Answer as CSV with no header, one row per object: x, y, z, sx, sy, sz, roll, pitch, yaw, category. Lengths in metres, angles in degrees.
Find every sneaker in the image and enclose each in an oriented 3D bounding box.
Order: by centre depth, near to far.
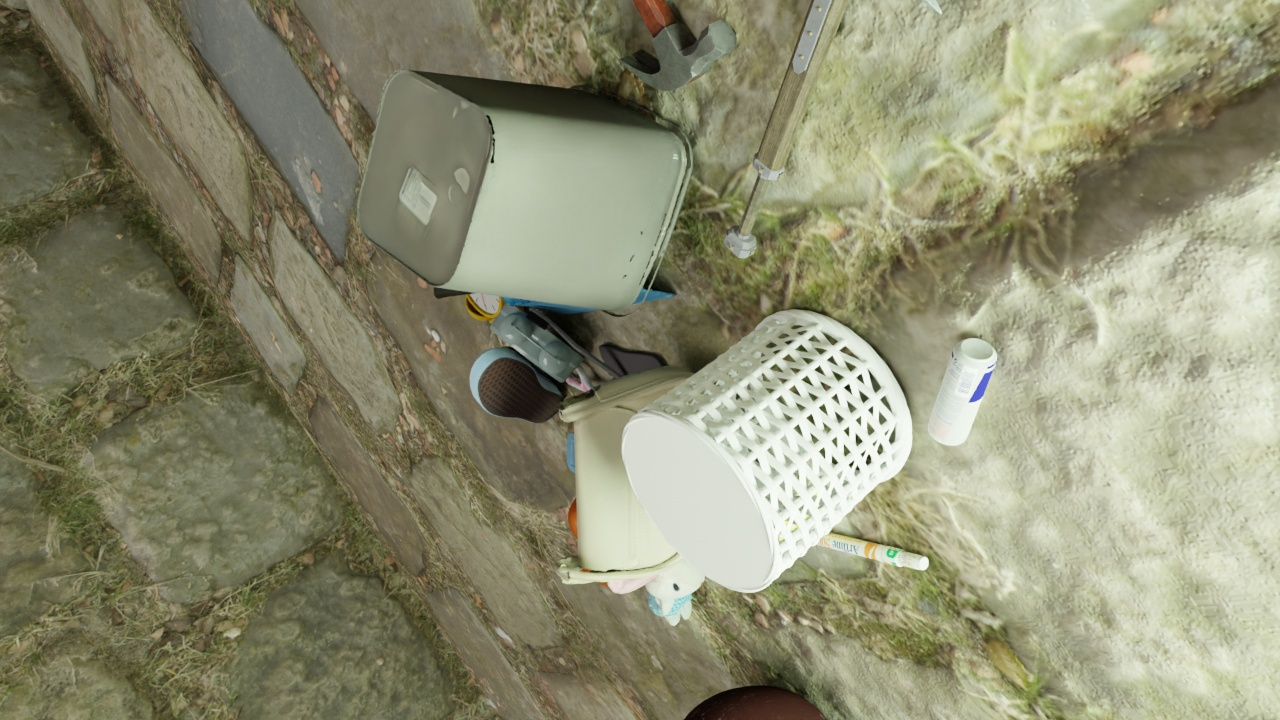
-0.184,0.019,1.229,0.098,0.083,0.241,45,180,20,sneaker

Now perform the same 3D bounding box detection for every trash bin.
-0.109,-0.153,0.825,0.197,0.219,0.198,34,113,33,trash bin

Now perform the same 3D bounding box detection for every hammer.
0.118,-0.190,0.719,0.147,0.028,0.318,45,149,20,hammer
-0.031,-0.366,0.765,0.300,0.028,0.111,59,149,-5,hammer

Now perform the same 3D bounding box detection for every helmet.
0.146,0.540,1.159,0.234,0.253,0.234,-9,87,53,helmet

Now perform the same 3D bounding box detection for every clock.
-0.132,-0.023,1.161,0.122,0.045,0.159,37,178,-6,clock
-0.207,-0.102,1.256,0.114,0.051,0.152,24,134,43,clock

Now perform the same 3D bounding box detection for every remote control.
-0.007,0.007,1.110,0.125,0.009,0.046,12,128,51,remote control

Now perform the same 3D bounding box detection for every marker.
0.230,0.193,0.940,0.146,0.017,0.017,2,121,55,marker

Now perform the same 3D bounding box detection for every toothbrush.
-0.068,-0.011,1.113,0.167,0.013,0.013,36,163,-10,toothbrush

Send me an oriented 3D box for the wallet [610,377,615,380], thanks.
-0.001,0.082,1.165,0.123,0.019,0.072,39,146,28,wallet

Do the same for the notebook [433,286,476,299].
-0.213,-0.165,1.157,0.209,0.029,0.169,1,89,53,notebook

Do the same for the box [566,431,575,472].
-0.012,0.143,1.225,0.210,0.063,0.069,23,120,42,box

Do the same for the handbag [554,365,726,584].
-0.009,0.118,1.010,0.132,0.184,0.229,-154,62,-71,handbag

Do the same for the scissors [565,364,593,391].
-0.065,0.032,1.184,0.108,0.016,0.179,70,160,2,scissors

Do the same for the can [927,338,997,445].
0.254,0.025,0.725,0.032,0.032,0.095,36,145,31,can

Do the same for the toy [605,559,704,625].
0.041,0.307,1.259,0.106,0.130,0.205,5,138,29,toy

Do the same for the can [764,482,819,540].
0.134,0.153,0.989,0.105,0.067,0.068,16,131,49,can

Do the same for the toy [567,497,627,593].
-0.056,0.238,1.290,0.112,0.096,0.176,45,-161,-58,toy

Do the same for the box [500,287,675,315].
-0.058,-0.101,1.051,0.110,0.094,0.232,25,163,-30,box

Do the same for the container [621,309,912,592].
0.112,0.079,0.829,0.189,0.186,0.190,36,145,31,container
